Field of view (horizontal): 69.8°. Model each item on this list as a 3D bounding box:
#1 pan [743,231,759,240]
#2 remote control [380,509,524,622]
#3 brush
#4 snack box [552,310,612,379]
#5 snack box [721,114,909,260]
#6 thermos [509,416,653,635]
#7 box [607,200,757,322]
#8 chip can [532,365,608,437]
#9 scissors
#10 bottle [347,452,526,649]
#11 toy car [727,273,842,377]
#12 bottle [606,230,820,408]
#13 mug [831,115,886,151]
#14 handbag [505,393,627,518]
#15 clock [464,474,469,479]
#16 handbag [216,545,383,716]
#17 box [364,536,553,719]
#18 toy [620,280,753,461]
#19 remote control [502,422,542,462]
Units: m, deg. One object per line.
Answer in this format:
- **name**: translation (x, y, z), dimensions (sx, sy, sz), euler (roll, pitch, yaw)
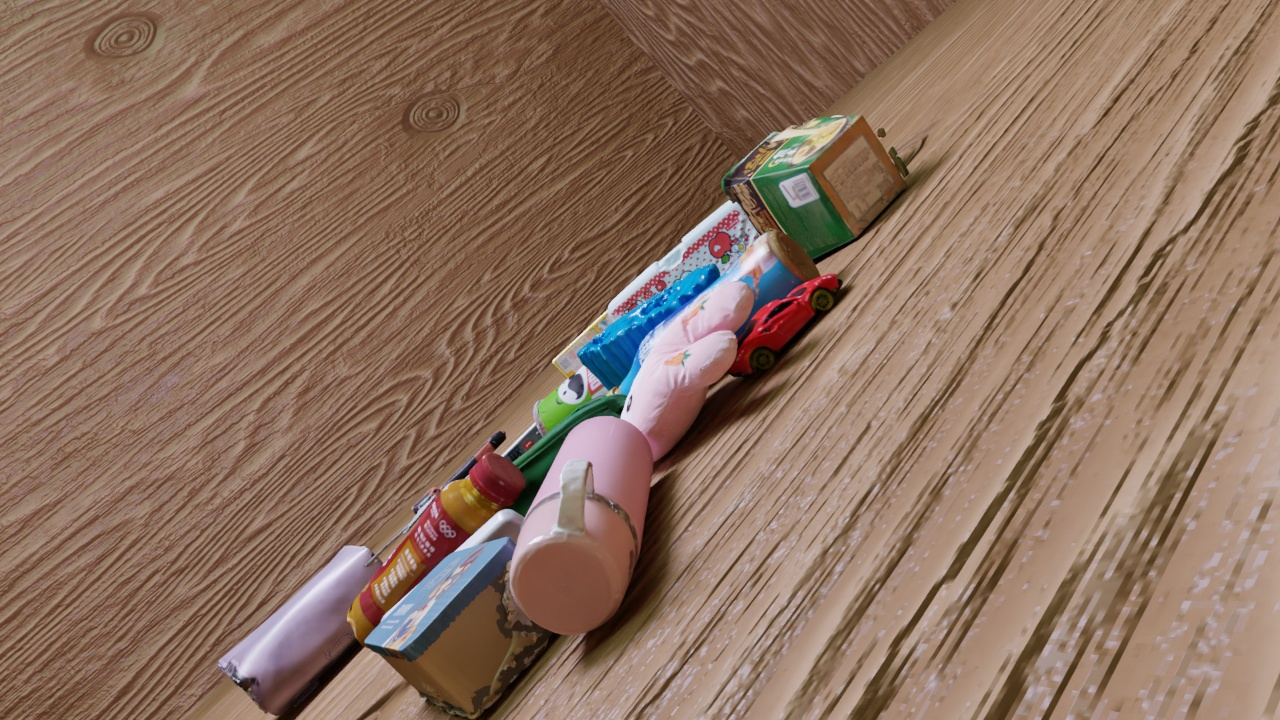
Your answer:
- **pan**: translation (0.181, -0.203, 1.138), dimensions (0.198, 0.078, 0.356), euler (-36, 9, 43)
- **remote control**: translation (-0.129, 0.167, 0.681), dimensions (0.136, 0.056, 0.020), euler (-42, 35, 6)
- **brush**: translation (-0.028, 0.031, 0.879), dimensions (0.315, 0.109, 0.060), euler (-31, 19, 26)
- **snack box**: translation (-0.030, -0.014, 1.139), dimensions (0.140, 0.087, 0.034), euler (-43, 7, -1)
- **snack box**: translation (0.164, -0.157, 0.831), dimensions (0.117, 0.118, 0.106), euler (-45, 16, -19)
- **thermos**: translation (-0.029, 0.079, 0.531), dimensions (0.067, 0.087, 0.198), euler (3, 11, 4)
- **box**: translation (0.064, -0.085, 0.964), dimensions (0.202, 0.101, 0.095), euler (-39, 8, 25)
- **chip can**: translation (-0.006, 0.005, 0.930), dimensions (0.237, 0.072, 0.072), euler (-39, 7, 25)
- **scissors**: translation (-0.227, 0.152, 1.036), dimensions (0.189, 0.015, 0.222), euler (-42, 6, 0)
- **bottle**: translation (-0.155, 0.148, 0.709), dimensions (0.175, 0.057, 0.057), euler (-51, 5, 11)
- **toy car**: translation (0.103, -0.029, 0.669), dimensions (0.106, 0.031, 0.049), euler (-42, 7, -8)
- **bottle**: translation (0.049, -0.017, 0.765), dimensions (0.219, 0.065, 0.065), euler (-40, 7, 26)
- **mug**: translation (0.180, -0.195, 0.956), dimensions (0.105, 0.114, 0.082), euler (-46, -31, -12)
- **handbag**: translation (-0.057, 0.087, 0.761), dimensions (0.132, 0.068, 0.119), euler (-39, -1, 39)
- **clock**: translation (-0.202, 0.174, 1.069), dimensions (0.159, 0.060, 0.116), euler (-40, 6, 39)
- **handbag**: translation (-0.379, 0.312, 1.068), dimensions (0.196, 0.098, 0.145), euler (-45, 5, -28)
- **box**: translation (-0.113, 0.165, 0.571), dimensions (0.089, 0.062, 0.185), euler (-45, 8, -29)
- **toy**: translation (0.031, 0.008, 0.656), dimensions (0.160, 0.054, 0.121), euler (-53, 11, 49)
- **remote control**: translation (-0.100, 0.091, 1.009), dimensions (0.134, 0.056, 0.019), euler (-45, 7, -21)
